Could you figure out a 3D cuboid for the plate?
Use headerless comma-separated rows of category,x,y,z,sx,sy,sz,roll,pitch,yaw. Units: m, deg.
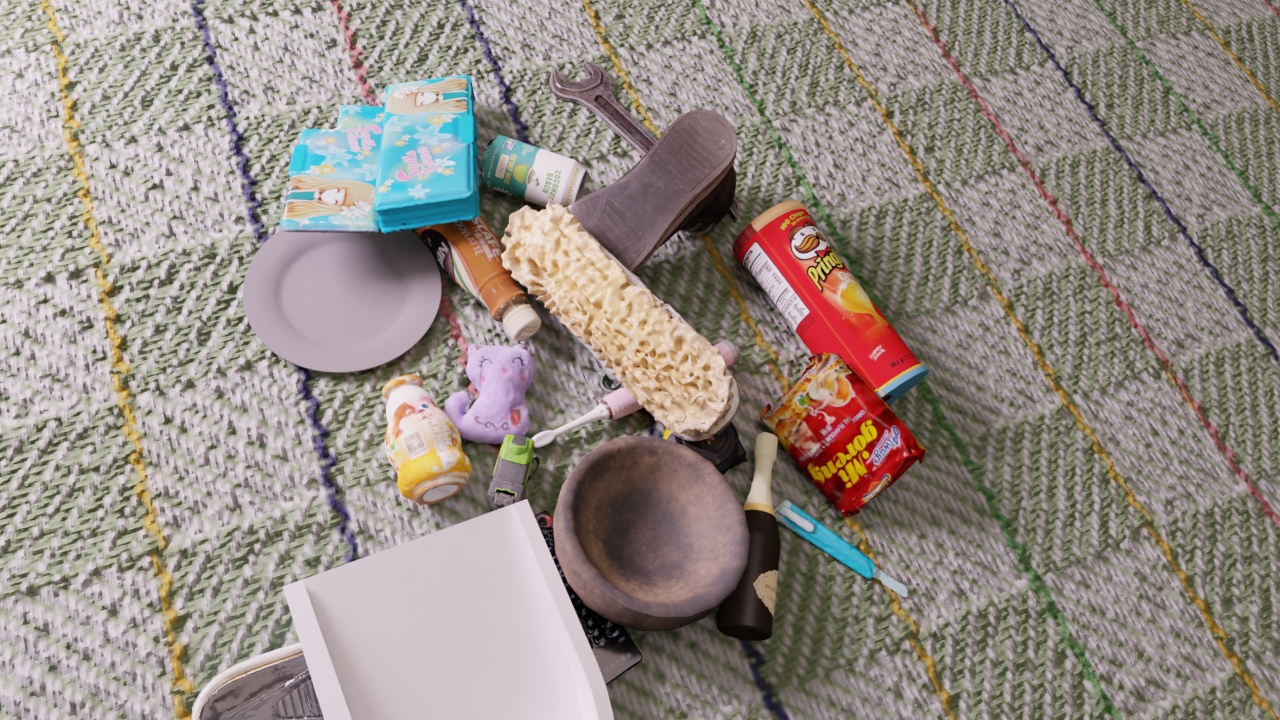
plate,-0.279,-0.066,0.865,0.178,0.012,0.178,4,62,-8

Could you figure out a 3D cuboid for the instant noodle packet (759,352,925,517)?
instant noodle packet,0.182,0.067,0.842,0.099,0.039,0.135,-45,75,19

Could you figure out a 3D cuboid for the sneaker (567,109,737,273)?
sneaker,0.004,-0.140,0.921,0.095,0.120,0.235,44,93,13

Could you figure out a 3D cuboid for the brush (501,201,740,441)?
brush,-0.020,-0.038,0.825,0.083,0.056,0.271,-45,73,3

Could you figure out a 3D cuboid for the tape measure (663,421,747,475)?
tape measure,0.056,0.076,0.838,0.072,0.042,0.071,-14,67,-22

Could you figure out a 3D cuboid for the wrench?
wrench,0.003,-0.241,1.013,0.069,0.010,0.273,-38,75,-25

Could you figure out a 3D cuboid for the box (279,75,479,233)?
box,-0.250,-0.201,0.896,0.181,0.039,0.226,-8,45,-3

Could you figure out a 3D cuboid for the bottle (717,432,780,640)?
bottle,0.101,0.148,0.805,0.045,0.045,0.184,13,61,-4

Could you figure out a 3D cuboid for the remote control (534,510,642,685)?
remote control,-0.058,0.198,0.764,0.047,0.022,0.150,-28,69,-22

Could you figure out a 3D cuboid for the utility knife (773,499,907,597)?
utility knife,0.180,0.173,0.827,0.141,0.015,0.022,35,86,6

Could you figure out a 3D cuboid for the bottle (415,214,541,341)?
bottle,-0.152,-0.090,0.875,0.059,0.059,0.167,-30,72,-24

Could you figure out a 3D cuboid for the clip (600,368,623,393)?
clip,-0.005,0.004,0.873,0.074,0.037,0.023,-29,70,-28

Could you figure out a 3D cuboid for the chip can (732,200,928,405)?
chip can,0.184,-0.051,0.905,0.087,0.087,0.213,-26,71,-22

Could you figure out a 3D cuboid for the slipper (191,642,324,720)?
slipper,-0.203,0.234,0.695,0.263,0.063,0.111,-18,67,-17

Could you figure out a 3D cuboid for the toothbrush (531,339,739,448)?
toothbrush,-0.005,0.033,0.858,0.222,0.027,0.027,-24,91,-21

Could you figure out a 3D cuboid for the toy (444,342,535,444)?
toy,-0.135,0.027,0.830,0.080,0.037,0.099,3,64,-11

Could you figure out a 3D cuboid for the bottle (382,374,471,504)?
bottle,-0.187,0.066,0.784,0.063,0.063,0.109,-17,67,-19

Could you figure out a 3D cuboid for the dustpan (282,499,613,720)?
dustpan,-0.117,0.249,0.659,0.191,0.053,0.257,-16,83,-32

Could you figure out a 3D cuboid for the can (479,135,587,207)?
can,-0.110,-0.190,0.939,0.101,0.055,0.054,19,61,-1

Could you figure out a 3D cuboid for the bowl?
bowl,0.003,0.148,0.759,0.162,0.070,0.162,11,52,-15

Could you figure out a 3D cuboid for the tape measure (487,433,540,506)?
tape measure,-0.106,0.094,0.785,0.036,0.066,0.058,14,84,-5
